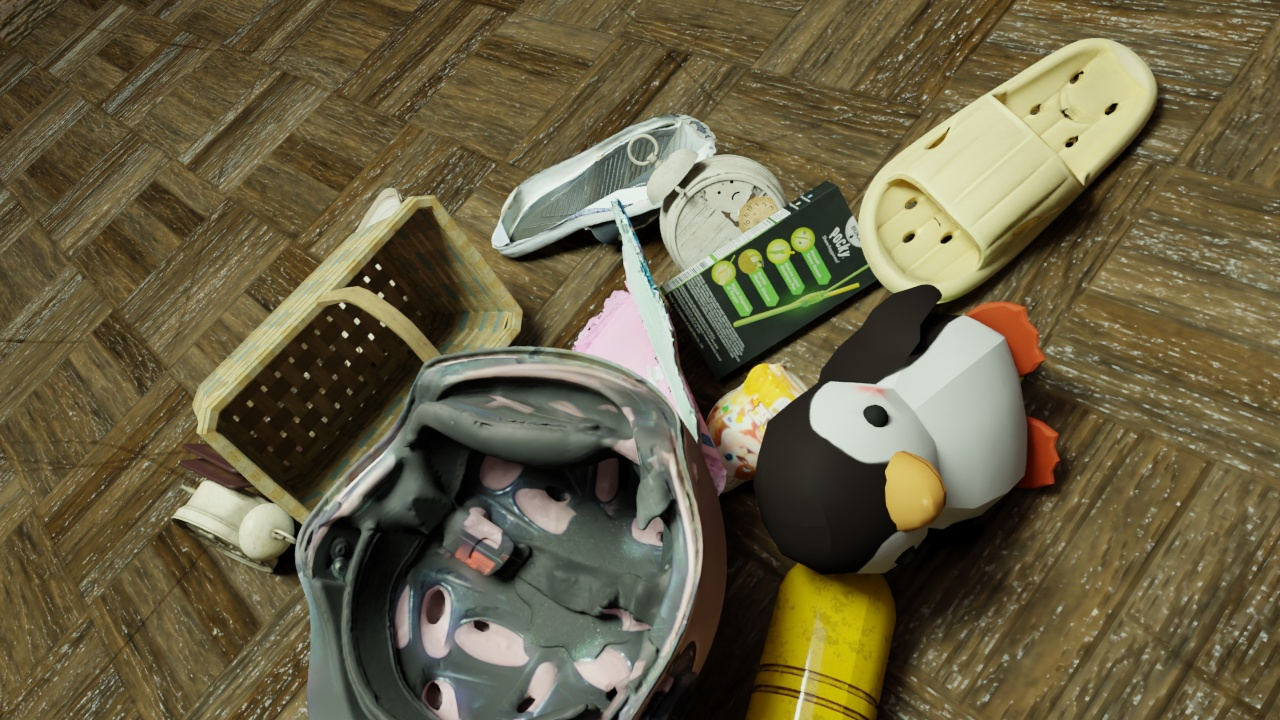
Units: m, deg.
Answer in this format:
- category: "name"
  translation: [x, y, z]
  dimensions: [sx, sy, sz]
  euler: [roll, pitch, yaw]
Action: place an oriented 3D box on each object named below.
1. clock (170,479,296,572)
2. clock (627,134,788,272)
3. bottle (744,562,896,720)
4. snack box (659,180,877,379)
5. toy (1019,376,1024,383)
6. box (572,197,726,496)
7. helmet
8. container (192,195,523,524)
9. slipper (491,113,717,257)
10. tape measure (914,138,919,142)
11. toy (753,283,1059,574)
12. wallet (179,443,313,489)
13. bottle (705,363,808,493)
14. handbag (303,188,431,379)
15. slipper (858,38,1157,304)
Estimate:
- category: "clock"
  translation: [-0.328, 0.137, 0.771]
  dimensions: [0.141, 0.093, 0.054]
  euler: [0, 53, 39]
- category: "clock"
  translation: [0.052, -0.116, 0.708]
  dimensions: [0.103, 0.157, 0.061]
  euler: [-46, 14, 16]
- category: "bottle"
  translation: [0.103, 0.178, 0.526]
  dimensions: [0.071, 0.071, 0.163]
  euler: [4, 60, 31]
- category: "snack box"
  translation: [0.098, -0.059, 0.689]
  dimensions: [0.147, 0.080, 0.025]
  euler: [-32, 21, 4]
- category: "toy"
  translation: [0.210, 0.006, 0.615]
  dimensions: [0.094, 0.036, 0.094]
  euler: [-27, 42, 16]
- category: "box"
  translation: [0.008, 0.004, 0.653]
  dimensions: [0.062, 0.161, 0.230]
  euler: [4, 36, -19]
- category: "helmet"
  translation: [-0.062, 0.128, 0.507]
  dimensions: [0.230, 0.152, 0.255]
  euler: [7, 67, 25]
- category: "container"
  translation: [-0.197, 0.004, 0.700]
  dimensions: [0.187, 0.157, 0.249]
  euler: [7, 52, 46]
- category: "slipper"
  translation: [-0.029, -0.148, 0.840]
  dimensions: [0.265, 0.063, 0.111]
  euler: [-13, 51, 36]
- category: "tape measure"
  translation: [0.232, -0.151, 0.712]
  dimensions: [0.059, 0.038, 0.058]
  euler: [-33, 48, 4]
- category: "toy"
  translation: [0.130, 0.051, 0.525]
  dimensions: [0.183, 0.159, 0.140]
  euler: [-26, 17, -40]
- category: "wallet"
  translation: [-0.327, 0.090, 0.802]
  dimensions: [0.092, 0.115, 0.018]
  euler: [13, 95, 35]
- category: "bottle"
  translation: [0.073, 0.054, 0.637]
  dimensions: [0.109, 0.063, 0.063]
  euler: [-45, 47, 13]
- category: "handbag"
  translation: [-0.289, -0.052, 0.917]
  dimensions: [0.198, 0.062, 0.175]
  euler: [-35, 48, 8]
- category: "slipper"
  translation: [0.264, -0.150, 0.646]
  dimensions: [0.261, 0.079, 0.111]
  euler: [-38, 73, -8]
